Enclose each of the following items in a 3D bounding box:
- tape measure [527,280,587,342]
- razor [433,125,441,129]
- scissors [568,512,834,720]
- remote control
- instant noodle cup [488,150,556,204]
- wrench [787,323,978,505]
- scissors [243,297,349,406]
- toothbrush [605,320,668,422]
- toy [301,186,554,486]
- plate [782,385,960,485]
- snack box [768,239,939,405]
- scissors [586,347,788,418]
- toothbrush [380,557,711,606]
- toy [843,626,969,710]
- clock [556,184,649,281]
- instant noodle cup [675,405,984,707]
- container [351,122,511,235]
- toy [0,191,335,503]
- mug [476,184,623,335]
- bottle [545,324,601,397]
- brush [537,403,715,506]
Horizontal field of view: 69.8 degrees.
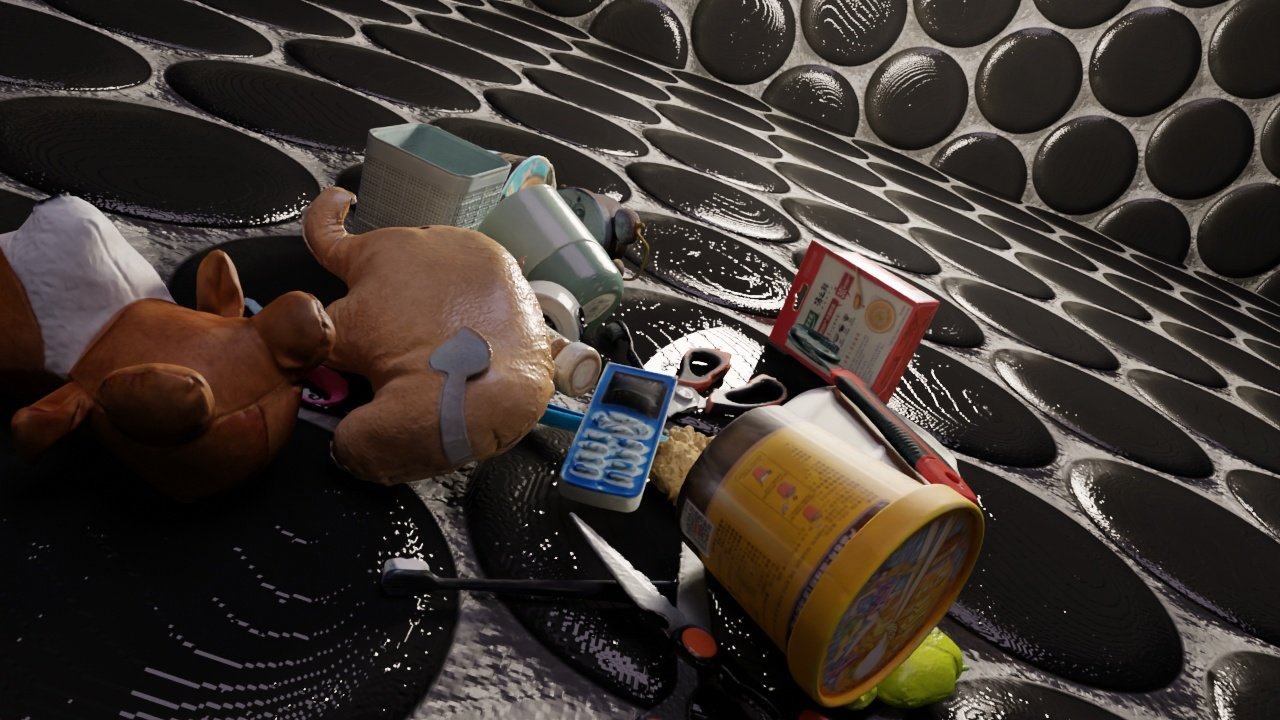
[{"bbox_3d":[-0.074,-0.024,0.675,0.066,0.066,0.033,20,23,-3],"label":"tape measure"},{"bbox_3d":[-0.183,-0.178,0.923,0.167,0.062,0.067,41,-2,26],"label":"razor"},{"bbox_3d":[0.036,0.158,0.434,0.228,0.022,0.220,29,27,7],"label":"scissors"},{"bbox_3d":[-0.012,0.044,0.563,0.049,0.024,0.124,13,37,7],"label":"remote control"},{"bbox_3d":[-0.154,-0.147,0.828,0.120,0.111,0.111,20,23,17],"label":"instant noodle cup"},{"bbox_3d":[0.173,0.030,0.701,0.056,0.016,0.273,22,18,-22],"label":"wrench"},{"bbox_3d":[-0.218,-0.008,0.589,0.133,0.017,0.134,-10,39,-42],"label":"scissors"},{"bbox_3d":[-0.004,0.004,0.714,0.016,0.014,0.189,-5,24,-11],"label":"toothbrush"},{"bbox_3d":[-0.133,-0.029,0.553,0.143,0.083,0.226,-19,53,-15],"label":"toy"},{"bbox_3d":[0.171,0.071,0.669,0.162,0.034,0.265,34,17,15],"label":"plate"},{"bbox_3d":[0.198,-0.036,0.865,0.044,0.113,0.127,-7,37,-44],"label":"snack box"},{"bbox_3d":[0.034,0.022,0.734,0.204,0.015,0.198,15,26,-16],"label":"scissors"},{"bbox_3d":[-0.043,0.116,0.475,0.181,0.016,0.018,10,18,-23],"label":"toothbrush"},{"bbox_3d":[0.132,0.162,0.506,0.100,0.031,0.096,20,28,4],"label":"toy"},{"bbox_3d":[-0.045,-0.117,0.873,0.122,0.082,0.055,31,20,25],"label":"clock"},{"bbox_3d":[0.088,0.090,0.463,0.118,0.119,0.114,-3,30,-43],"label":"instant noodle cup"},{"bbox_3d":[-0.172,-0.118,0.733,0.090,0.112,0.089,26,24,9],"label":"container"},{"bbox_3d":[-0.264,-0.015,0.450,0.200,0.131,0.139,20,29,19],"label":"toy"},{"bbox_3d":[-0.071,-0.070,0.750,0.082,0.112,0.106,-35,75,-13],"label":"mug"},{"bbox_3d":[-0.111,-0.029,0.626,0.206,0.060,0.059,26,23,34],"label":"bottle"},{"bbox_3d":[-0.026,0.049,0.608,0.255,0.046,0.083,21,27,7],"label":"brush"}]
